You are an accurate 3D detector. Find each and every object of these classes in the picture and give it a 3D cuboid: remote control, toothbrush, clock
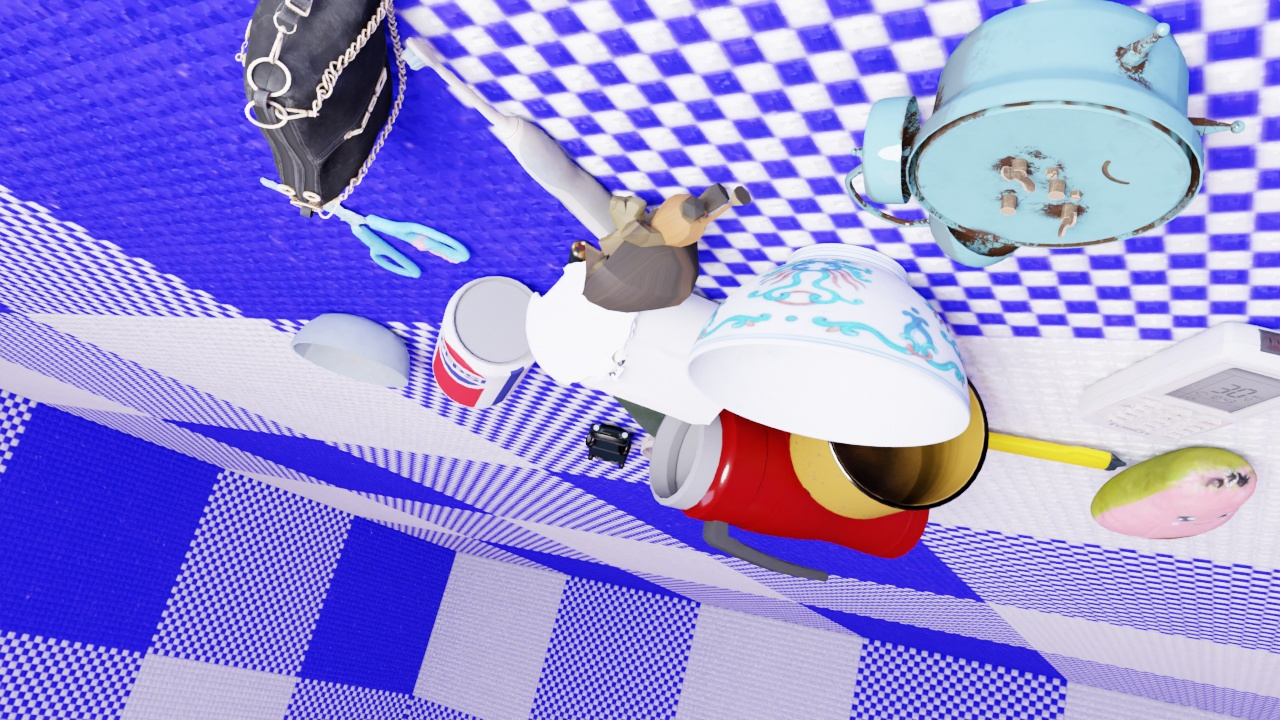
[{"bbox_3d":[0.296,0.015,0.490,0.060,0.025,0.139,15,162,-1],"label":"remote control"},{"bbox_3d":[-0.046,-0.095,0.443,0.024,0.022,0.185,-17,150,26],"label":"toothbrush"},{"bbox_3d":[0.128,-0.073,0.319,0.090,0.053,0.124,28,158,-32],"label":"clock"}]

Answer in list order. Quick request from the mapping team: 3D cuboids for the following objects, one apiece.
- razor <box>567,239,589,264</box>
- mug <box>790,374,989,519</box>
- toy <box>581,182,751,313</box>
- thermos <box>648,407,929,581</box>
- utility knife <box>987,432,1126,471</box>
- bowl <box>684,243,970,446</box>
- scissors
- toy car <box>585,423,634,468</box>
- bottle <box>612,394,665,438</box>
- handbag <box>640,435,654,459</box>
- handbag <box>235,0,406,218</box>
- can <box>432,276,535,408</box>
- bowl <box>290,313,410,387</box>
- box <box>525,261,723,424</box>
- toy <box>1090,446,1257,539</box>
[{"bbox_3d":[-0.044,-0.043,0.602,0.042,0.022,0.144,-25,164,-16],"label":"razor"},{"bbox_3d":[0.147,0.040,0.591,0.123,0.100,0.094,55,166,9],"label":"mug"},{"bbox_3d":[0.012,-0.060,0.445,0.100,0.076,0.062,-32,93,44],"label":"toy"},{"bbox_3d":[0.108,0.101,0.671,0.198,0.108,0.084,17,166,-22],"label":"thermos"},{"bbox_3d":[0.230,0.054,0.672,0.224,0.019,0.030,7,156,17],"label":"utility knife"},{"bbox_3d":[0.102,-0.014,0.481,0.144,0.074,0.144,14,162,4],"label":"bowl"},{"bbox_3d":[-0.182,-0.086,0.601,0.140,0.015,0.111,26,159,-12],"label":"scissors"},{"bbox_3d":[-0.032,0.085,0.945,0.046,0.034,0.112,15,163,2],"label":"toy car"},{"bbox_3d":[-0.004,0.004,0.652,0.055,0.055,0.174,7,159,25],"label":"bottle"},{"bbox_3d":[0.098,0.099,0.834,0.198,0.062,0.176,15,162,-3],"label":"handbag"},{"bbox_3d":[-0.132,-0.110,0.371,0.054,0.079,0.129,18,162,-6],"label":"handbag"},{"bbox_3d":[-0.111,-0.011,0.666,0.070,0.070,0.132,19,162,-11],"label":"can"},{"bbox_3d":[-0.254,-0.013,0.822,0.106,0.039,0.106,14,162,4],"label":"bowl"},{"bbox_3d":[-0.001,-0.011,0.541,0.143,0.089,0.080,21,125,-30],"label":"box"},{"bbox_3d":[0.358,0.089,0.613,0.090,0.051,0.110,-1,154,3],"label":"toy"}]
